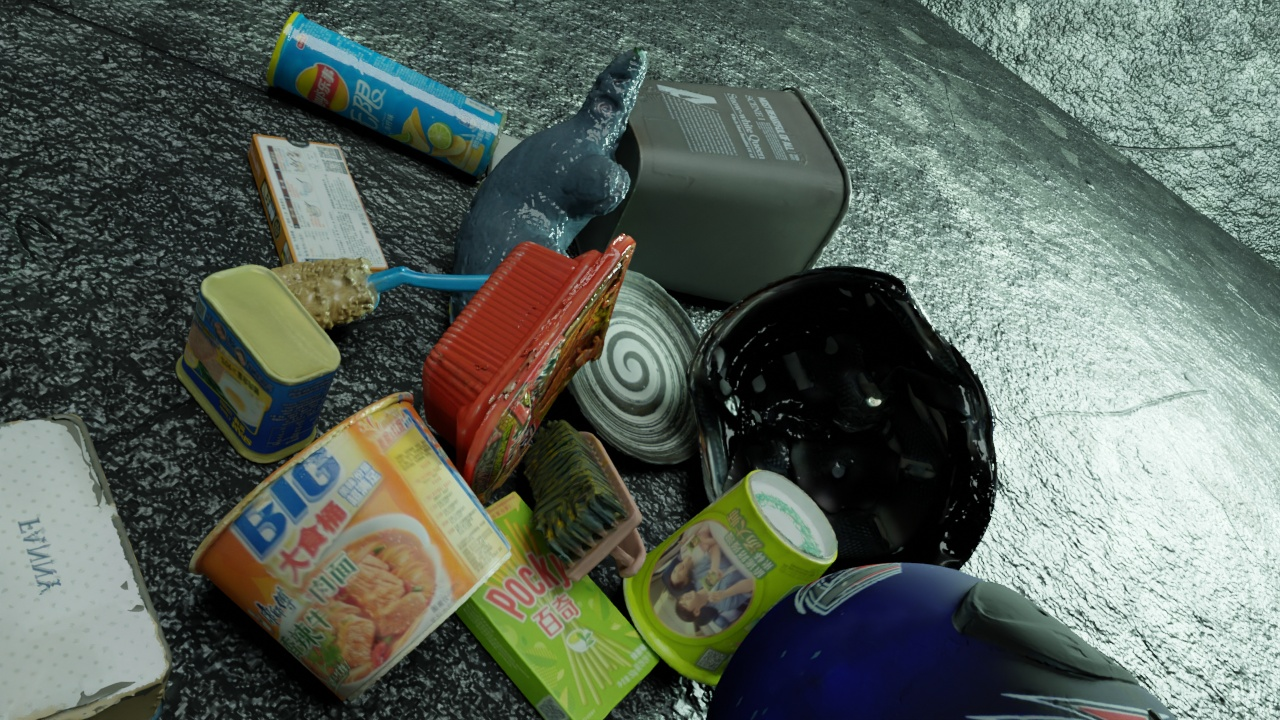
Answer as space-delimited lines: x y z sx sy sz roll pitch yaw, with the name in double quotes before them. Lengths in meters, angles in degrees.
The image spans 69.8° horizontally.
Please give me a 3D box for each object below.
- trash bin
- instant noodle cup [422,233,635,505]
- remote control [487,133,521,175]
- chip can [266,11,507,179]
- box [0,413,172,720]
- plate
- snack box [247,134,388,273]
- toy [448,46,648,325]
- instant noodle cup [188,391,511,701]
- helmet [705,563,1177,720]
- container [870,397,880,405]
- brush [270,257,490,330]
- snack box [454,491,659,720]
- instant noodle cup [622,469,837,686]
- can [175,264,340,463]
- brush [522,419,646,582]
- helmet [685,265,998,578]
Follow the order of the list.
"trash bin" 0.056 -0.174 0.928 0.219 0.199 0.198 4 48 -27
"instant noodle cup" -0.081 -0.001 0.616 0.079 0.165 0.188 33 64 3
"remote control" -0.126 -0.173 0.916 0.058 0.021 0.149 20 41 -21
"chip can" -0.236 -0.247 0.869 0.210 0.071 0.071 23 40 -18
"box" -0.301 0.117 0.457 0.089 0.061 0.184 -10 59 -42
"plate" -0.005 0.005 0.779 0.179 0.024 0.179 21 56 -35
"snack box" -0.267 -0.123 0.755 0.075 0.026 0.153 -2 53 -39
"toy" -0.089 -0.121 0.782 0.091 0.138 0.355 39 65 -34
"instant noodle cup" -0.152 0.107 0.517 0.111 0.152 0.151 48 39 2
"helmet" 0.181 0.245 0.550 0.315 0.248 0.240 15 25 -38
"container" 0.215 0.053 0.891 0.090 0.090 0.111 -19 61 -46
"brush" -0.156 -0.055 0.674 0.254 0.046 0.083 -6 24 -11
"snack box" -0.067 0.167 0.609 0.156 0.026 0.085 46 38 13
"instant noodle cup" 0.068 0.144 0.637 0.111 0.124 0.111 32 26 -18
"can" -0.247 0.001 0.595 0.102 0.083 0.057 46 39 12
"brush" -0.041 0.096 0.652 0.073 0.063 0.145 43 5 -27
"helmet" 0.165 0.067 0.765 0.274 0.230 0.157 66 8 19
